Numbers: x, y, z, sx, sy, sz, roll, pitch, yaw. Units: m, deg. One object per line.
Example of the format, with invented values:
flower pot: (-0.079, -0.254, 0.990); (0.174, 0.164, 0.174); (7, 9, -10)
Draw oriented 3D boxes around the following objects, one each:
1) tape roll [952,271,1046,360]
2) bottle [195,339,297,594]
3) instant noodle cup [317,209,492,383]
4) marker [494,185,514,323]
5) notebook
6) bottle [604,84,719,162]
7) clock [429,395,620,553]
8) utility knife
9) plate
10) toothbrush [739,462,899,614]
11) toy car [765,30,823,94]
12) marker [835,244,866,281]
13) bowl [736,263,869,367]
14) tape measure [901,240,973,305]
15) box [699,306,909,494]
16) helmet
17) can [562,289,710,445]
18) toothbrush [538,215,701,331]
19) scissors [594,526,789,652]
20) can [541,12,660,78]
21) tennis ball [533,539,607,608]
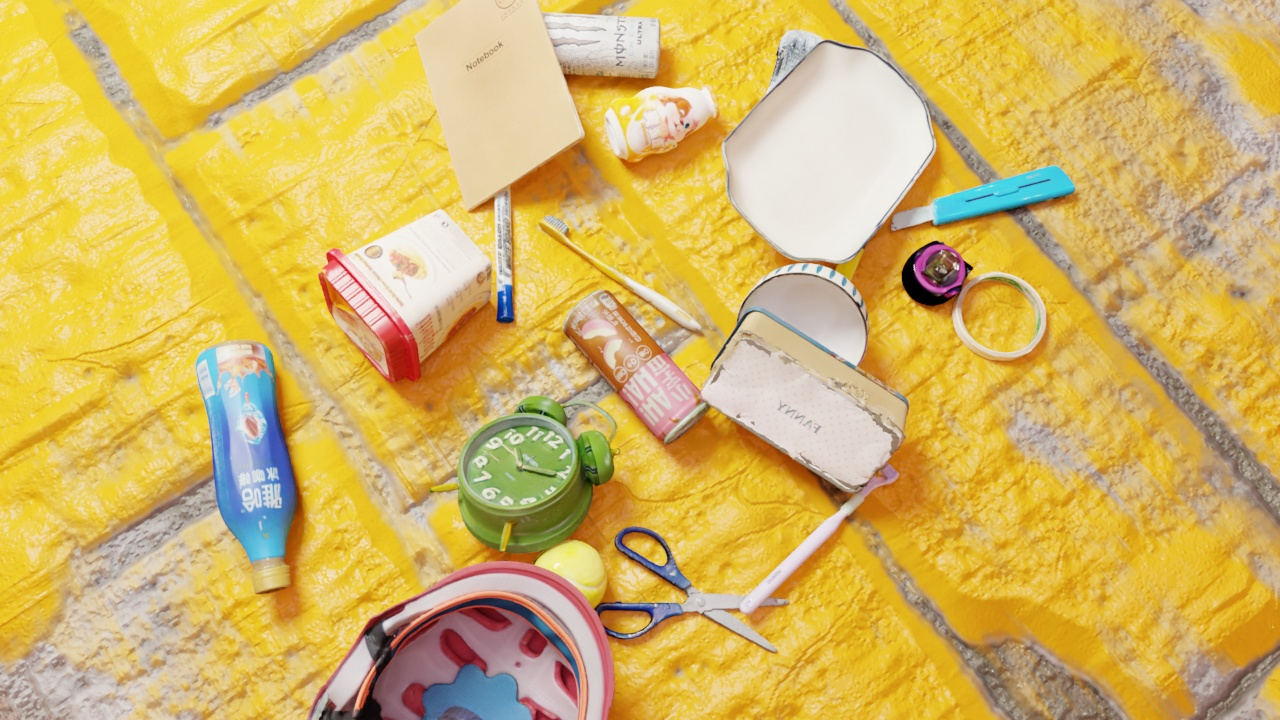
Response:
tape roll: (0.341, -0.042, 0.873); (0.086, 0.014, 0.085); (0, 74, -1)
bottle: (-0.336, 0.092, 0.796); (0.065, 0.065, 0.218); (-16, 75, -6)
instant noodle cup: (-0.205, -0.062, 0.825); (0.124, 0.117, 0.116); (-40, 78, -24)
marker: (-0.131, -0.107, 0.882); (0.017, 0.017, 0.145); (-3, 74, -2)
notebook: (-0.143, -0.269, 0.894); (0.148, 0.008, 0.207); (-26, 74, 25)
bottle: (0.022, -0.237, 0.898); (0.108, 0.063, 0.063); (-20, 75, -7)
clock: (-0.089, 0.090, 0.787); (0.116, 0.056, 0.160); (32, 57, 29)
utility knife: (0.334, -0.157, 0.904); (0.187, 0.018, 0.034); (-15, 75, -4)
plate: (0.177, -0.195, 0.873); (0.162, 0.034, 0.265); (42, 63, -3)
toothbrush: (0.156, 0.155, 0.806); (0.189, 0.021, 0.029); (-41, 55, -14)
toy car: (0.157, -0.289, 0.932); (0.049, 0.031, 0.105); (15, 75, 4)
marker: (0.216, -0.125, 0.895); (0.018, 0.015, 0.124); (25, 72, 5)
bowl: (0.150, -0.037, 0.830); (0.116, 0.117, 0.066); (27, 33, 6)
tape measure: (0.279, -0.083, 0.870); (0.057, 0.039, 0.057); (43, 78, 10)
box: (0.137, 0.031, 0.797); (0.184, 0.090, 0.061); (35, 33, 3)
helmet: (-0.132, 0.282, 0.708); (0.207, 0.144, 0.239); (35, 63, 7)
can: (-0.005, 0.005, 0.830); (0.058, 0.058, 0.147); (-40, 78, -11)
toothbrush: (-0.019, -0.084, 0.879); (0.191, 0.016, 0.018); (34, 67, 9)
scissors: (0.036, 0.211, 0.796); (0.160, 0.012, 0.163); (-35, 78, -12)
can: (-0.053, -0.317, 0.922); (0.147, 0.058, 0.058); (3, 74, 0)
tennis ball: (-0.061, 0.184, 0.774); (0.065, 0.065, 0.065); (0, 74, -1)
